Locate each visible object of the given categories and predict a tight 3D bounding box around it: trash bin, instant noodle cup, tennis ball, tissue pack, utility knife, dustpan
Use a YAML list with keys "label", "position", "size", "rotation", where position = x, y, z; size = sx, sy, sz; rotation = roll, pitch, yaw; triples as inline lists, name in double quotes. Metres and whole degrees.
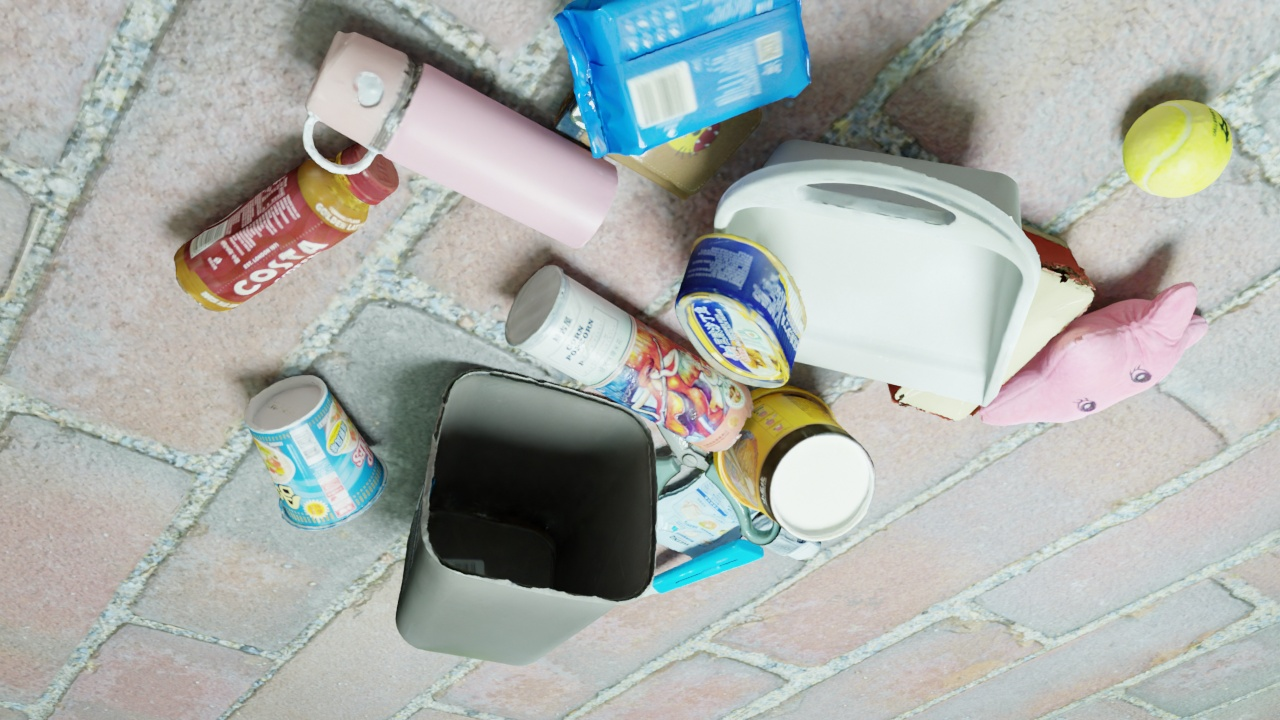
- label: "trash bin"
  position: [-0.118, 0.157, 0.826]
  size: [0.198, 0.198, 0.220]
  rotation: [16, 138, -18]
- label: "instant noodle cup"
  position: [0.136, 0.090, 0.790]
  size: [0.118, 0.114, 0.118]
  rotation: [-3, 103, -13]
- label: "tennis ball"
  position: [0.369, -0.146, 0.633]
  size: [0.065, 0.065, 0.066]
  rotation: [-2, 135, -2]
- label: "tissue pack"
  position: [0.031, -0.188, 0.549]
  size: [0.157, 0.052, 0.095]
  rotation: [-23, 122, -11]
- label: "instant noodle cup"
  position: [-0.286, 0.076, 0.797]
  size: [0.099, 0.099, 0.110]
  rotation: [-9, 128, 5]
- label: "utility knife"
  position: [0.054, 0.228, 0.984]
  size: [0.034, 0.018, 0.179]
  rotation: [34, 132, -30]
- label: "dustpan"
  position: [0.151, -0.046, 0.628]
  size: [0.223, 0.142, 0.258]
  rotation: [14, 131, 16]

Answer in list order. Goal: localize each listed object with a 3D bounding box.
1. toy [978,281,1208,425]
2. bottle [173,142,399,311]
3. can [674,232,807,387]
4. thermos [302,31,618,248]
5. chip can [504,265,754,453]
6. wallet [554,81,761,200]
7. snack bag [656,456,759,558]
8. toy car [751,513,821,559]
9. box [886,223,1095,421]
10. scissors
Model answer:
- label: "toy"
  position: [0.374, 0.003, 0.768]
  size: [0.195, 0.074, 0.178]
  rotation: [-36, 150, 26]
- label: "bottle"
  position: [-0.248, -0.095, 0.645]
  size: [0.175, 0.057, 0.057]
  rotation: [-26, 131, 21]
- label: "can"
  position: [0.073, -0.031, 0.652]
  size: [0.075, 0.049, 0.148]
  rotation: [11, 160, 25]
- label: "thermos"
  position: [-0.118, -0.134, 0.602]
  size: [0.198, 0.067, 0.087]
  rotation: [22, 97, -26]
- label: "chip can"
  position: [-0.004, 0.004, 0.755]
  size: [0.214, 0.071, 0.071]
  rotation: [31, 126, -31]
- label: "wallet"
  position: [0.012, -0.163, 0.616]
  size: [0.115, 0.033, 0.090]
  rotation: [24, 127, -30]
- label: "snack bag"
  position: [0.082, 0.145, 0.927]
  size: [0.110, 0.038, 0.192]
  rotation: [23, 132, -28]
- label: "toy car"
  position: [0.156, 0.189, 0.981]
  size: [0.090, 0.034, 0.043]
  rotation: [31, 122, -32]
- label: "box"
  position: [0.277, -0.022, 0.743]
  size: [0.091, 0.077, 0.169]
  rotation: [16, 132, -19]
- label: "scissors"
  position: [0.044, 0.129, 0.890]
  size: [0.180, 0.019, 0.170]
  rotation: [-30, 107, 33]
